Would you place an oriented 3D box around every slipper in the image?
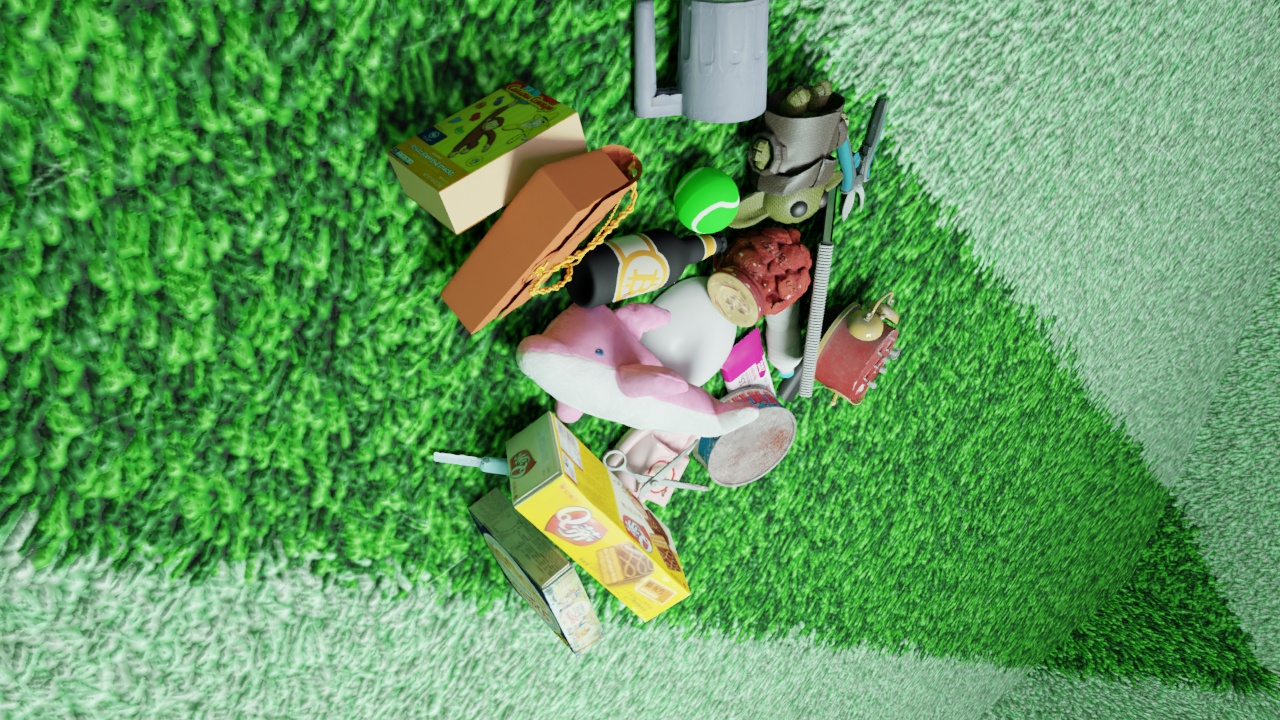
[{"bbox_3d":[-0.008,0.146,1.078,0.221,0.056,0.106,-51,138,0],"label":"slipper"}]

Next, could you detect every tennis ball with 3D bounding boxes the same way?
[{"bbox_3d":[0.066,-0.159,0.914,0.065,0.065,0.065,-24,132,-29],"label":"tennis ball"}]

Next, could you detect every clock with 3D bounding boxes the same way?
[{"bbox_3d":[0.290,-0.018,1.187,0.116,0.081,0.159,-26,143,-52],"label":"clock"}]

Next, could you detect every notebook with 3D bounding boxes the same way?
[{"bbox_3d":[0.209,-0.081,1.075,0.148,0.016,0.207,-70,164,-52],"label":"notebook"}]

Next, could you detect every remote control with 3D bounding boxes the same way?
[{"bbox_3d":[0.230,-0.010,1.217,0.033,0.015,0.147,24,100,-49],"label":"remote control"}]

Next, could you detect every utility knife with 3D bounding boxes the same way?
[{"bbox_3d":[-0.148,0.109,0.948,0.165,0.015,0.022,16,106,-50],"label":"utility knife"}]

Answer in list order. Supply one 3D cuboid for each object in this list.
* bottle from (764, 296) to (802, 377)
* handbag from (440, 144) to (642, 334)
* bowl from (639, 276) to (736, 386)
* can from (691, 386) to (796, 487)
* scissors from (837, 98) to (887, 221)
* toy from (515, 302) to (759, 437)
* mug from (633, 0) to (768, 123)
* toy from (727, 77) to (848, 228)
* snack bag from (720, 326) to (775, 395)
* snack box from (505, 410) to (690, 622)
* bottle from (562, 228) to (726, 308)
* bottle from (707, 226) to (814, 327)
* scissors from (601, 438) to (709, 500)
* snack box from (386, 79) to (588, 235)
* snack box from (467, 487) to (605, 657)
[{"bbox_3d":[0.176,-0.033,1.127,0.044,0.044,0.136,-33,136,-21],"label":"bottle"},{"bbox_3d":[-0.075,-0.097,0.758,0.172,0.060,0.108,-41,178,41],"label":"handbag"},{"bbox_3d":[0.059,-0.018,1.029,0.149,0.043,0.150,-24,132,-29],"label":"bowl"},{"bbox_3d":[0.131,0.097,1.162,0.129,0.044,0.130,-18,134,-20],"label":"can"},{"bbox_3d":[0.257,-0.239,1.070,0.124,0.019,0.155,-54,146,-2],"label":"scissors"},{"bbox_3d":[-0.006,0.005,0.932,0.265,0.187,0.127,24,67,-34],"label":"toy"},{"bbox_3d":[0.054,-0.274,0.820,0.124,0.083,0.104,-7,126,-8],"label":"mug"},{"bbox_3d":[0.164,-0.215,0.955,0.179,0.078,0.153,-27,135,-31],"label":"toy"},{"bbox_3d":[0.144,0.043,1.174,0.070,0.016,0.197,-38,138,-14],"label":"snack bag"},{"bbox_3d":[-0.043,0.167,0.961,0.062,0.110,0.230,-35,123,9],"label":"snack box"},{"bbox_3d":[0.013,-0.100,0.913,0.181,0.059,0.059,-19,130,-33],"label":"bottle"},{"bbox_3d":[0.128,-0.097,0.995,0.111,0.099,0.099,-40,139,-26],"label":"bottle"},{"bbox_3d":[0.002,0.146,1.034,0.141,0.014,0.175,32,108,-31],"label":"scissors"},{"bbox_3d":[-0.119,-0.162,0.721,0.125,0.088,0.040,-35,137,-19],"label":"snack box"},{"bbox_3d":[-0.109,0.225,0.971,0.042,0.144,0.145,-37,137,-21],"label":"snack box"}]
